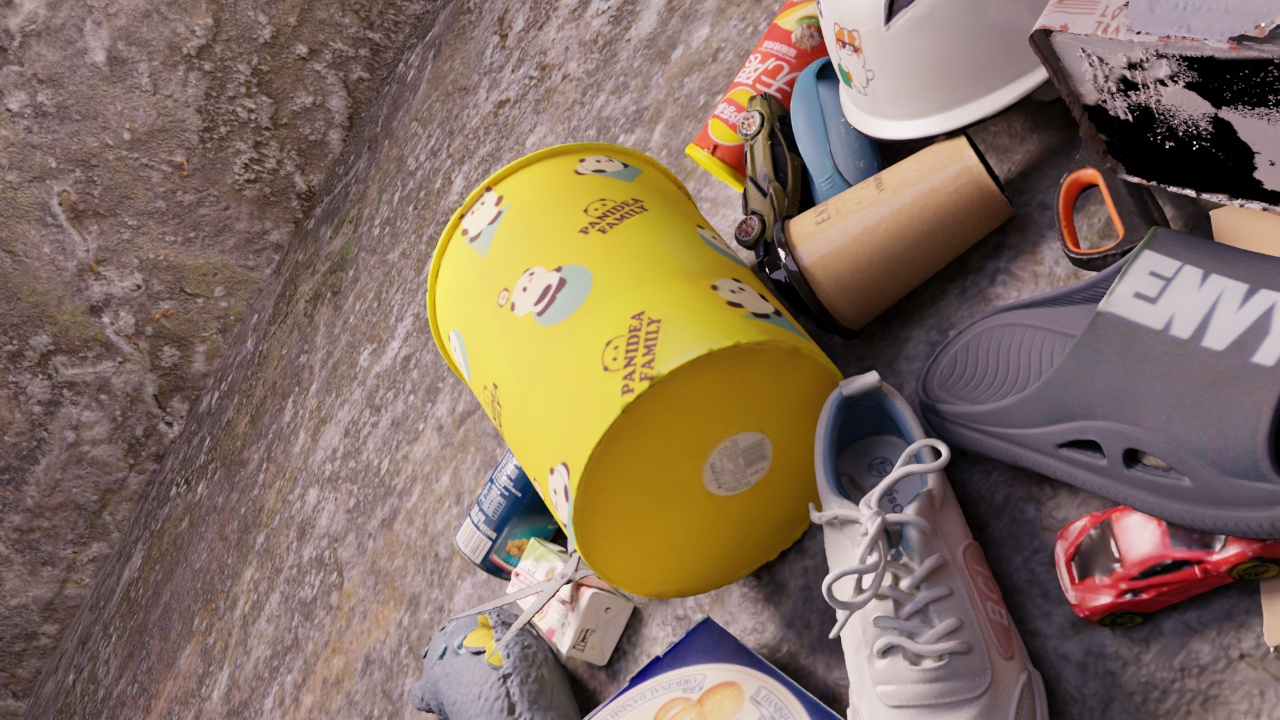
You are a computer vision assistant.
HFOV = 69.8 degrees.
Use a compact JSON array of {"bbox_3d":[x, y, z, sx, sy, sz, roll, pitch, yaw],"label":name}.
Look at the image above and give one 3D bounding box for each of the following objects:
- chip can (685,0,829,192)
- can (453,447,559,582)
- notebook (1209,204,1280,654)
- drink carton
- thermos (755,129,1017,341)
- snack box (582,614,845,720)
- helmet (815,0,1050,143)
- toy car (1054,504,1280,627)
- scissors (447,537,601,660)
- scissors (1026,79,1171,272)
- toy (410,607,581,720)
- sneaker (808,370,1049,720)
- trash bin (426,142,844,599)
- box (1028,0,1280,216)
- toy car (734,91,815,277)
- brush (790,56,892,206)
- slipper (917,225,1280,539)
[{"bbox_3d":[0.125,-0.241,0.750,0.217,0.073,0.073,-55,32,10],"label":"chip can"},{"bbox_3d":[-0.103,0.127,0.795,0.111,0.075,0.075,-58,32,8],"label":"can"},{"bbox_3d":[0.312,0.003,0.351,0.150,0.012,0.211,-21,50,46],"label":"notebook"},{"bbox_3d":[-0.060,0.184,0.716,0.123,0.045,0.053,20,84,59],"label":"drink carton"},{"bbox_3d":[0.153,-0.078,0.574,0.144,0.093,0.093,-34,41,28],"label":"thermos"},{"bbox_3d":[0.025,0.237,0.474,0.177,0.046,0.183,-36,25,-19],"label":"snack box"},{"bbox_3d":[0.205,-0.277,0.539,0.274,0.157,0.230,-42,32,0],"label":"helmet"},{"bbox_3d":[0.225,0.075,0.389,0.107,0.031,0.049,-44,33,44],"label":"toy car"},{"bbox_3d":[-0.056,0.157,0.677,0.181,0.014,0.159,-15,19,8],"label":"scissors"},{"bbox_3d":[0.271,-0.137,0.504,0.205,0.021,0.224,-13,47,48],"label":"scissors"},{"bbox_3d":[-0.109,0.260,0.687,0.357,0.091,0.138,5,89,62],"label":"toy"},{"bbox_3d":[0.130,0.105,0.436,0.089,0.091,0.241,-13,45,12],"label":"sneaker"},{"bbox_3d":[-0.004,0.004,0.619,0.230,0.229,0.255,-54,38,13],"label":"trash bin"},{"bbox_3d":[0.223,-0.142,0.310,0.177,0.260,0.082,32,90,47],"label":"box"},{"bbox_3d":[0.104,-0.127,0.675,0.042,0.070,0.158,-15,67,38],"label":"toy car"},{"bbox_3d":[0.138,-0.158,0.650,0.055,0.073,0.143,-26,57,39],"label":"brush"},{"bbox_3d":[0.206,0.000,0.397,0.110,0.083,0.268,-51,19,-13],"label":"slipper"}]
